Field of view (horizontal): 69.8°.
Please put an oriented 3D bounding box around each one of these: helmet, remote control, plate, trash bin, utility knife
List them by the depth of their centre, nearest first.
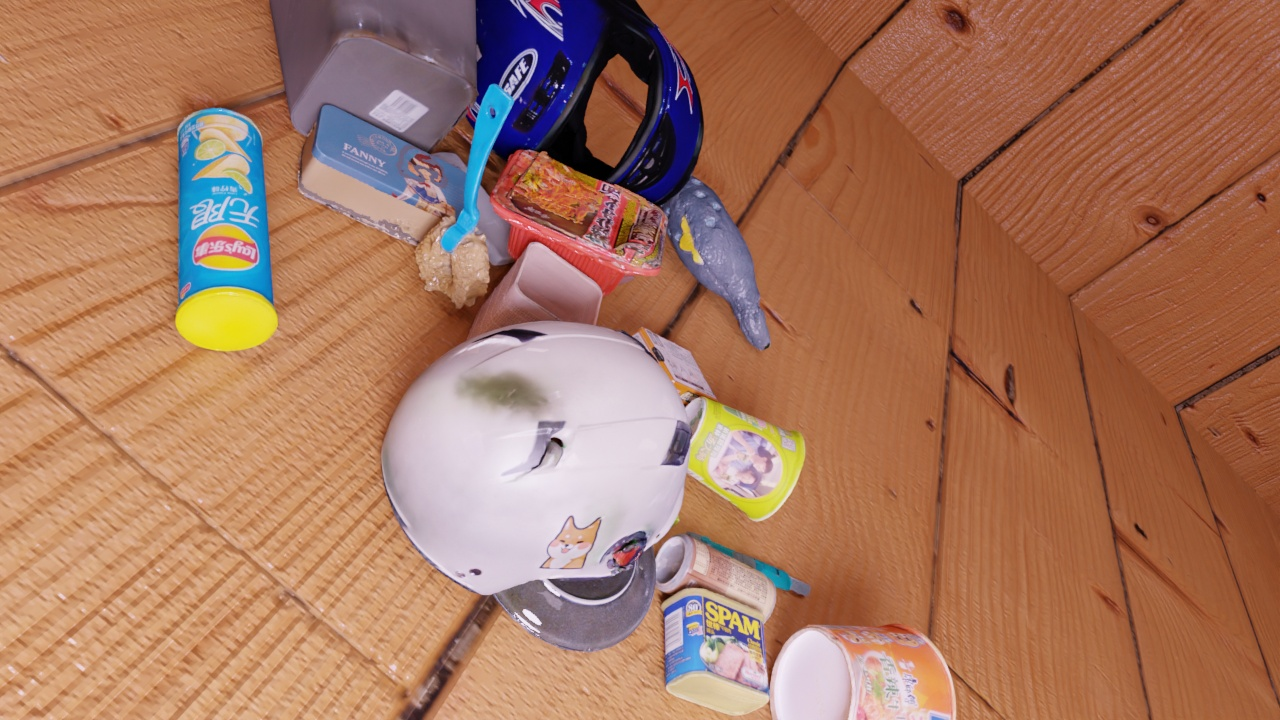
[{"bbox_3d":[-0.068,0.055,0.751,0.273,0.157,0.229,-8,58,-25],"label":"helmet"},{"bbox_3d":[-0.057,0.164,0.808,0.179,0.024,0.179,21,46,-24],"label":"plate"},{"bbox_3d":[-0.276,-0.347,0.971,0.198,0.200,0.219,13,53,-42],"label":"trash bin"},{"bbox_3d":[0.120,0.221,0.986,0.182,0.013,0.029,27,40,-29],"label":"utility knife"},{"bbox_3d":[-0.188,-0.171,1.031,0.150,0.021,0.058,52,33,6],"label":"remote control"},{"bbox_3d":[-0.091,-0.326,1.077,0.240,0.248,0.315,12,35,-41],"label":"helmet"}]

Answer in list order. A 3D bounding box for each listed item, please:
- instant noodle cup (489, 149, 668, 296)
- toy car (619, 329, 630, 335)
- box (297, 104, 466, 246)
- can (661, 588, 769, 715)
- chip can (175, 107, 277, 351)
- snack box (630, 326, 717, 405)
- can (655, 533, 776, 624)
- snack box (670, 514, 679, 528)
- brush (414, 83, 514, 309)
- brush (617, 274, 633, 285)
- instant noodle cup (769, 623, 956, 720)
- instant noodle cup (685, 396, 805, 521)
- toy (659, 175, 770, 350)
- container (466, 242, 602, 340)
[{"bbox_3d":[-0.069,-0.141,0.968,0.189,0.079,0.164,24,31,-8],"label":"instant noodle cup"},{"bbox_3d":[-0.006,0.006,1.041,0.043,0.034,0.090,24,36,-58],"label":"toy car"},{"bbox_3d":[-0.261,-0.182,0.925,0.184,0.061,0.089,23,40,-35],"label":"box"},{"bbox_3d":[0.069,0.268,0.841,0.102,0.057,0.083,28,40,-27],"label":"can"},{"bbox_3d":[-0.340,-0.111,0.750,0.071,0.071,0.210,14,45,-40],"label":"chip can"},{"bbox_3d":[0.039,0.012,1.052,0.075,0.026,0.153,61,15,21],"label":"snack box"},{"bbox_3d":[0.072,0.216,0.894,0.116,0.059,0.058,31,37,-24],"label":"can"},{"bbox_3d":[-0.009,0.096,0.955,0.085,0.026,0.156,22,41,-32],"label":"snack box"},{"bbox_3d":[-0.157,-0.143,0.843,0.083,0.255,0.045,42,49,11],"label":"brush"},{"bbox_3d":[-0.062,-0.105,1.073,0.073,0.063,0.145,49,31,10],"label":"brush"},{"bbox_3d":[0.201,0.318,0.866,0.111,0.152,0.151,17,43,-27],"label":"instant noodle cup"},{"bbox_3d":[0.099,0.100,1.011,0.123,0.112,0.111,29,37,-14],"label":"instant noodle cup"},{"bbox_3d":[0.093,-0.175,1.310,0.356,0.091,0.138,63,8,20],"label":"toy"},{"bbox_3d":[-0.109,-0.038,0.901,0.090,0.111,0.089,34,36,-20],"label":"container"}]
